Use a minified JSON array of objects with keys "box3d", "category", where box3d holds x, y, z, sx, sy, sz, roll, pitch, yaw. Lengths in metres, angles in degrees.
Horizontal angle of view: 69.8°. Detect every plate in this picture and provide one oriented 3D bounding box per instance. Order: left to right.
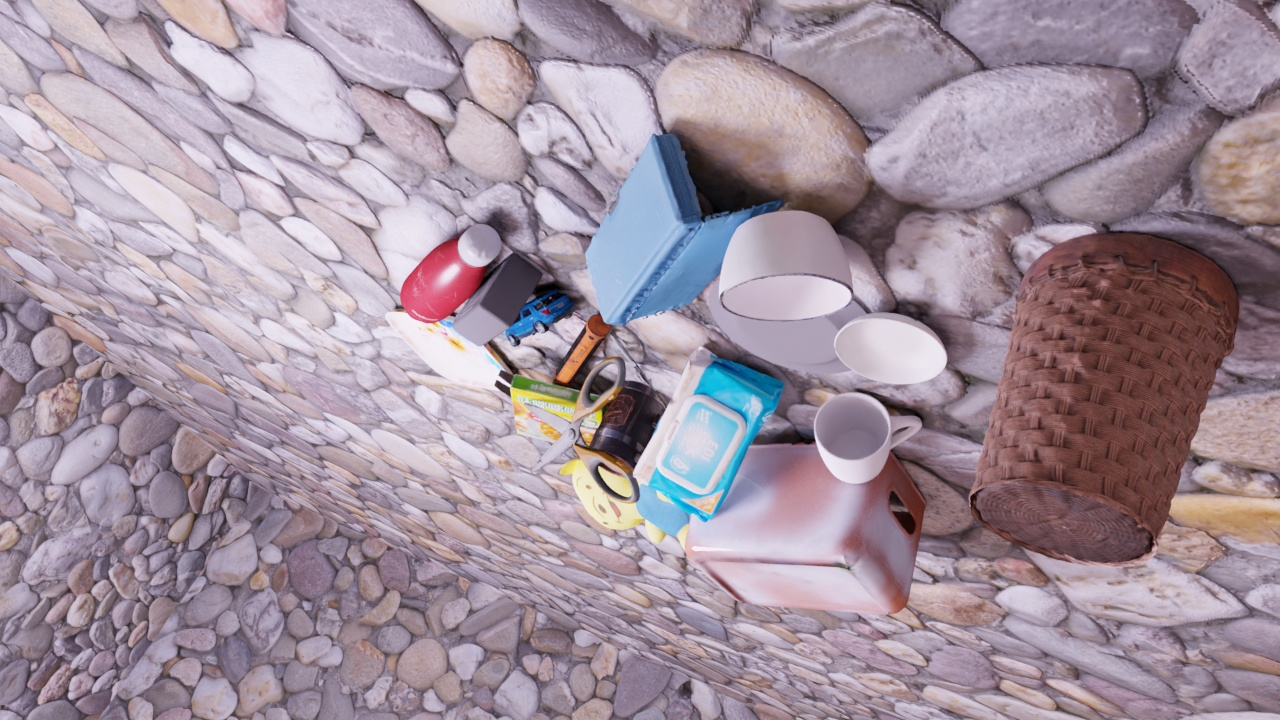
[{"box3d":[-0.284,-0.018,1.397,0.187,0.016,0.187,8,148,35],"category":"plate"},{"box3d":[0.152,-0.034,0.936,0.178,0.012,0.179,20,153,10],"category":"plate"},{"box3d":[0.238,-0.017,0.871,0.104,0.026,0.104,16,150,9],"category":"plate"}]

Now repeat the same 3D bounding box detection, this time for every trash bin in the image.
[{"box3d":[0.204,0.213,1.148,0.260,0.157,0.181,-7,140,36],"category":"trash bin"},{"box3d":[0.334,0.034,0.668,0.151,0.209,0.151,22,155,11],"category":"trash bin"}]

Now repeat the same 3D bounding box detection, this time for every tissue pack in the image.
[{"box3d":[0.075,0.091,1.086,0.117,0.065,0.210,28,114,6],"category":"tissue pack"}]

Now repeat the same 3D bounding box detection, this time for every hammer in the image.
[{"box3d":[-0.110,0.007,1.245,0.137,0.034,0.315,23,153,-9],"category":"hammer"}]

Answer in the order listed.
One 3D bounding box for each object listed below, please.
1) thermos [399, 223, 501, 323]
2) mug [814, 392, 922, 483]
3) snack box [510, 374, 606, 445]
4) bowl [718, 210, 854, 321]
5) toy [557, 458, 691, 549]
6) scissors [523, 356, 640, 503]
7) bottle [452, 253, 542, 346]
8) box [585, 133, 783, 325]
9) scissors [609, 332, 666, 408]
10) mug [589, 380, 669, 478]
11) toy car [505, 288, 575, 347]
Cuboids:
[{"box3d":[-0.228,-0.107,1.112,0.073,0.073,0.240,36,153,-17],"category":"thermos"},{"box3d":[0.253,0.086,1.014,0.114,0.080,0.088,-13,150,9],"category":"mug"},{"box3d":[-0.117,0.081,1.318,0.132,0.027,0.168,14,153,4],"category":"snack box"},{"box3d":[0.124,-0.082,0.791,0.116,0.065,0.116,1,163,0],"category":"bowl"},{"box3d":[-0.003,0.193,1.311,0.214,0.083,0.149,4,124,37],"category":"toy"},{"box3d":[-0.068,0.101,1.187,0.226,0.016,0.229,-48,66,29],"category":"scissors"},{"box3d":[-0.190,-0.065,1.142,0.046,0.083,0.174,36,154,-17],"category":"bottle"},{"box3d":[0.034,-0.122,0.879,0.112,0.094,0.232,-12,164,-22],"category":"box"},{"box3d":[0.005,0.024,1.121,0.141,0.014,0.147,54,178,32],"category":"scissors"},{"box3d":[-0.003,0.094,1.226,0.116,0.107,0.080,2,144,43],"category":"mug"},{"box3d":[-0.128,-0.055,1.139,0.120,0.056,0.043,-24,99,52],"category":"toy car"}]
